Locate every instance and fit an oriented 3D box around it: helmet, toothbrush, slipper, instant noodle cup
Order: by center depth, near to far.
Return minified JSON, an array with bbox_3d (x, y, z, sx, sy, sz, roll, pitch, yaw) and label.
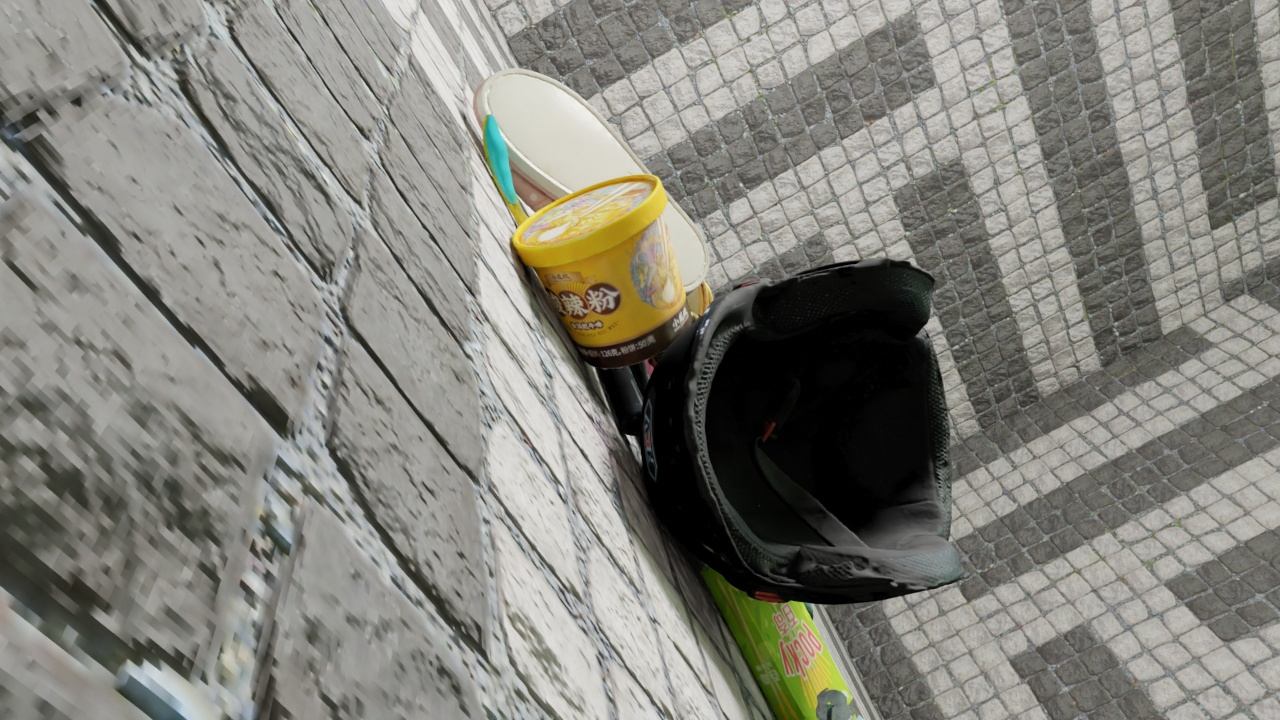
[{"bbox_3d":[0.111,0.059,0.672,0.274,0.231,0.233,7,73,-33],"label":"helmet"},{"bbox_3d":[-0.022,-0.066,0.702,0.118,0.118,0.114,-109,177,-64],"label":"instant noodle cup"},{"bbox_3d":[-0.031,-0.012,0.795,0.027,0.026,0.212,39,17,-37],"label":"toothbrush"},{"bbox_3d":[-0.045,-0.158,0.856,0.274,0.114,0.055,40,-32,-19],"label":"slipper"}]

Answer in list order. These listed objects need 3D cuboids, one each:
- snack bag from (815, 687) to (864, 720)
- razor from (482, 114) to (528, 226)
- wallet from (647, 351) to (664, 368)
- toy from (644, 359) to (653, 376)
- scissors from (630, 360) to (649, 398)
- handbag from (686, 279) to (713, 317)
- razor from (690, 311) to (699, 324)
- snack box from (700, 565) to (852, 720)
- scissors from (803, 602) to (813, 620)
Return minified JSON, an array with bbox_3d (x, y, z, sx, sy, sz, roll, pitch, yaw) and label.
[{"bbox_3d":[0.156,0.312,0.683,0.191,0.039,0.110,53,44,-54],"label":"snack bag"},{"bbox_3d":[-0.105,-0.146,0.765,0.043,0.028,0.132,-11,72,-52],"label":"razor"},{"bbox_3d":[0.039,0.048,0.845,0.124,0.032,0.101,-115,-172,-71],"label":"wallet"},{"bbox_3d":[0.042,0.018,1.070,0.178,0.074,0.194,47,3,14],"label":"toy"},{"bbox_3d":[-0.006,0.003,0.849,0.228,0.021,0.220,76,-8,-78],"label":"scissors"},{"bbox_3d":[0.014,-0.082,1.069,0.163,0.063,0.179,31,-12,27],"label":"handbag"},{"bbox_3d":[0.007,-0.045,0.901,0.067,0.062,0.167,39,-8,-28],"label":"razor"},{"bbox_3d":[0.111,0.222,0.739,0.085,0.026,0.156,-14,74,-58],"label":"snack box"},{"bbox_3d":[0.101,0.182,0.862,0.171,0.019,0.170,61,-16,-20],"label":"scissors"}]
